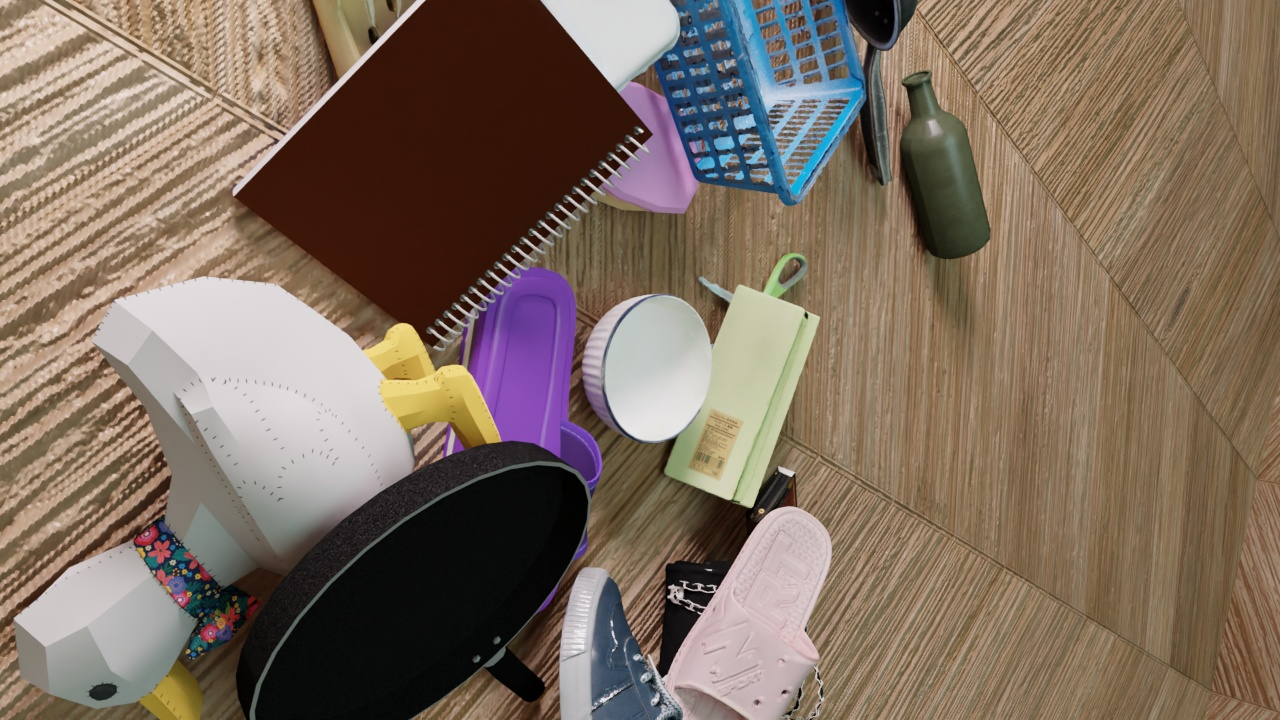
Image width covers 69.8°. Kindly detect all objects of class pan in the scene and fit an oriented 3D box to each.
[{"bbox_3d":[0.215,-0.309,0.859,0.055,0.187,0.357,-27,135,5],"label":"pan"},{"bbox_3d":[-0.115,0.172,0.591,0.225,0.034,0.357,-41,152,-15],"label":"pan"}]

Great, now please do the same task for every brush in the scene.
[{"bbox_3d":[-0.042,-0.173,0.687,0.228,0.043,0.089,12,86,-45],"label":"brush"}]

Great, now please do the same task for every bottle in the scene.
[{"bbox_3d":[0.329,-0.215,1.010,0.071,0.072,0.207,-43,122,-31],"label":"bottle"}]

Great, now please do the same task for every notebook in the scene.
[{"bbox_3d":[-0.114,-0.124,0.582,0.209,0.022,0.171,-43,127,6],"label":"notebook"}]

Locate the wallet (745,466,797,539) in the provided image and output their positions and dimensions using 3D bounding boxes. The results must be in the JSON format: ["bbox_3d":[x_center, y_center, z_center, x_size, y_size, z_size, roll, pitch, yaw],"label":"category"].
[{"bbox_3d":[0.127,0.164,0.881,0.072,0.019,0.123,-49,144,-33],"label":"wallet"}]

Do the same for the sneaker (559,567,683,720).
[{"bbox_3d":[-0.011,0.267,0.688,0.089,0.087,0.235,77,7,-59],"label":"sneaker"}]

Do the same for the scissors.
[{"bbox_3d":[0.114,-0.039,0.873,0.171,0.025,0.160,-39,126,-28],"label":"scissors"}]

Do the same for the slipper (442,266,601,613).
[{"bbox_3d":[-0.076,0.066,0.665,0.107,0.084,0.266,2,94,-43],"label":"slipper"}]

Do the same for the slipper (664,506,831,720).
[{"bbox_3d":[0.097,0.224,0.747,0.094,0.065,0.238,34,65,-8],"label":"slipper"}]

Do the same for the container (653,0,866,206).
[{"bbox_3d":[0.064,-0.322,0.704,0.256,0.089,0.362,-54,129,-47],"label":"container"}]

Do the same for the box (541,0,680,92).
[{"bbox_3d":[-0.052,-0.271,0.577,0.215,0.083,0.122,56,36,-36],"label":"box"}]

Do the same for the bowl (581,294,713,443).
[{"bbox_3d":[-0.004,0.004,0.738,0.117,0.062,0.118,-7,100,-41],"label":"bowl"}]

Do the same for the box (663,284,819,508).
[{"bbox_3d":[0.098,0.036,0.846,0.083,0.091,0.188,49,64,-77],"label":"box"}]

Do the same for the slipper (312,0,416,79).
[{"bbox_3d":[-0.148,-0.254,0.565,0.111,0.079,0.261,-24,112,-42],"label":"slipper"}]

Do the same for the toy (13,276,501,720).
[{"bbox_3d":[-0.217,0.069,0.504,0.266,0.141,0.247,-30,128,-25],"label":"toy"}]

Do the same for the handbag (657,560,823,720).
[{"bbox_3d":[0.080,0.252,0.801,0.125,0.115,0.153,21,70,-38],"label":"handbag"}]
